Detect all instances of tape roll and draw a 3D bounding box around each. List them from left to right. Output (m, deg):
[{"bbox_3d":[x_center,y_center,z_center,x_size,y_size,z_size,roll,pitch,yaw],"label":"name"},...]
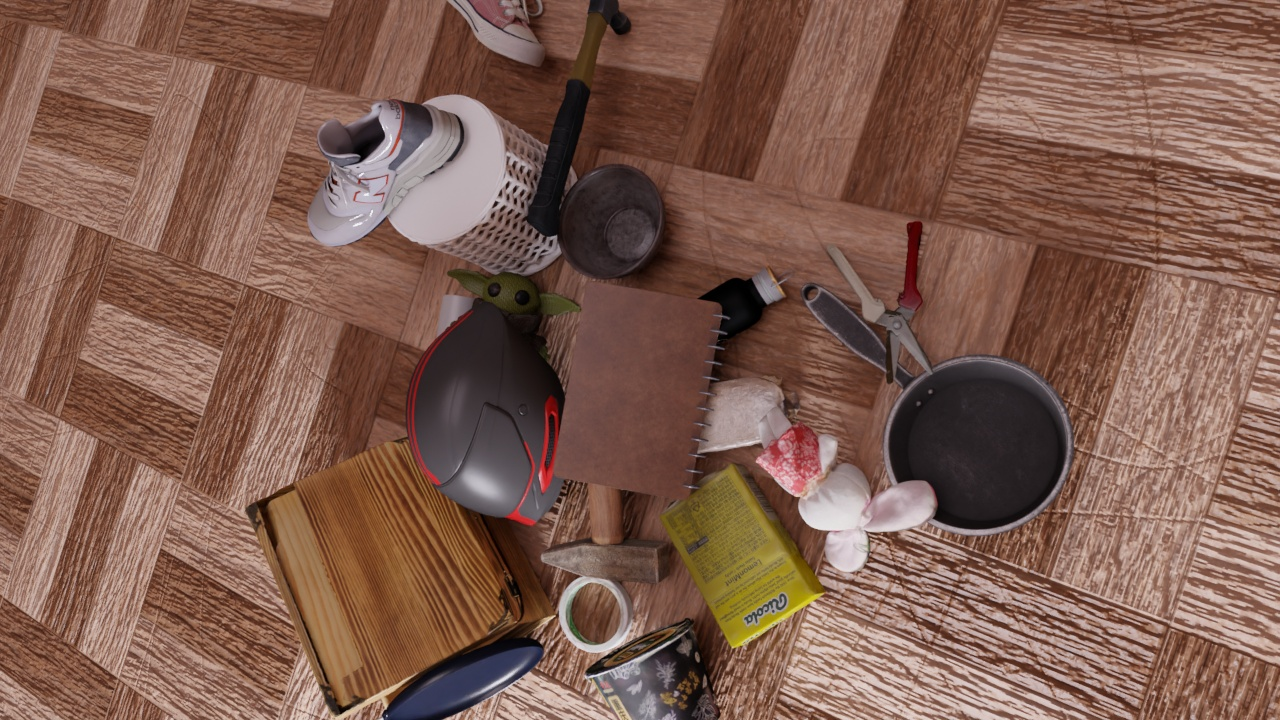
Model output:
[{"bbox_3d":[-0.055,0.311,1.131,0.094,0.018,0.093,-4,82,25],"label":"tape roll"}]

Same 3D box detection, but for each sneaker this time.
[{"bbox_3d":[-0.328,-0.227,1.060,0.240,0.124,0.088,-34,70,17],"label":"sneaker"},{"bbox_3d":[-0.196,-0.491,1.255,0.241,0.118,0.088,50,121,28],"label":"sneaker"}]

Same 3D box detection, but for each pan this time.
[{"bbox_3d":[-0.275,0.400,1.054,0.021,0.355,0.199,59,147,26],"label":"pan"},{"bbox_3d":[0.298,0.032,0.989,0.187,0.055,0.356,-48,55,12],"label":"pan"}]

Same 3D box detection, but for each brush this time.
[{"bbox_3d":[0.051,0.072,1.092,0.272,0.056,0.083,-11,83,24],"label":"brush"}]

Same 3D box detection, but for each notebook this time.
[{"bbox_3d":[0.002,0.034,1.041,0.167,0.024,0.225,10,88,3],"label":"notebook"}]

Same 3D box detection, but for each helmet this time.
[{"bbox_3d":[-0.189,0.063,1.078,0.164,0.169,0.264,0,86,55],"label":"helmet"}]

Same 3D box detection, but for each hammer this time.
[{"bbox_3d":[-0.083,-0.316,1.140,0.025,0.118,0.332,8,76,26],"label":"hammer"},{"bbox_3d":[-0.051,0.109,1.088,0.158,0.037,0.301,-1,94,26],"label":"hammer"}]

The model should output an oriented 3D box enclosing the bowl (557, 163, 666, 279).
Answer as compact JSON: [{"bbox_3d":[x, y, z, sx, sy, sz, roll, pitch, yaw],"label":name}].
[{"bbox_3d":[-0.026,-0.166,1.154,0.145,0.067,0.145,-4,82,24],"label":"bowl"}]

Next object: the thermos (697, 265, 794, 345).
[{"bbox_3d":[0.080,-0.046,1.088,0.232,0.061,0.061,-31,72,14],"label":"thermos"}]

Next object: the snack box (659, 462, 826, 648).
[{"bbox_3d":[0.112,0.219,1.053,0.121,0.045,0.181,-39,66,17],"label":"snack box"}]

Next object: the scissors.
[{"bbox_3d":[0.271,-0.074,1.010,0.179,0.015,0.194,28,80,31],"label":"scissors"}]

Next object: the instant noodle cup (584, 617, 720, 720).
[{"bbox_3d":[0.022,0.371,1.033,0.137,0.137,0.112,-28,83,19],"label":"instant noodle cup"}]

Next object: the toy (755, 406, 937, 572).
[{"bbox_3d":[0.197,0.132,0.979,0.194,0.084,0.160,43,130,10],"label":"toy"}]

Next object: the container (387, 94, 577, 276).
[{"bbox_3d":[-0.201,-0.217,1.174,0.190,0.186,0.189,-4,82,24],"label":"container"}]

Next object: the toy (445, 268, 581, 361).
[{"bbox_3d":[-0.180,-0.039,1.194,0.179,0.078,0.153,16,92,2],"label":"toy"}]

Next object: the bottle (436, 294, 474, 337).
[{"bbox_3d":[-0.256,0.012,1.244,0.052,0.052,0.195,6,85,25],"label":"bottle"}]

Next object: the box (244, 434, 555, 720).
[{"bbox_3d":[-0.290,0.250,1.119,0.270,0.263,0.279,-36,68,14],"label":"box"}]
